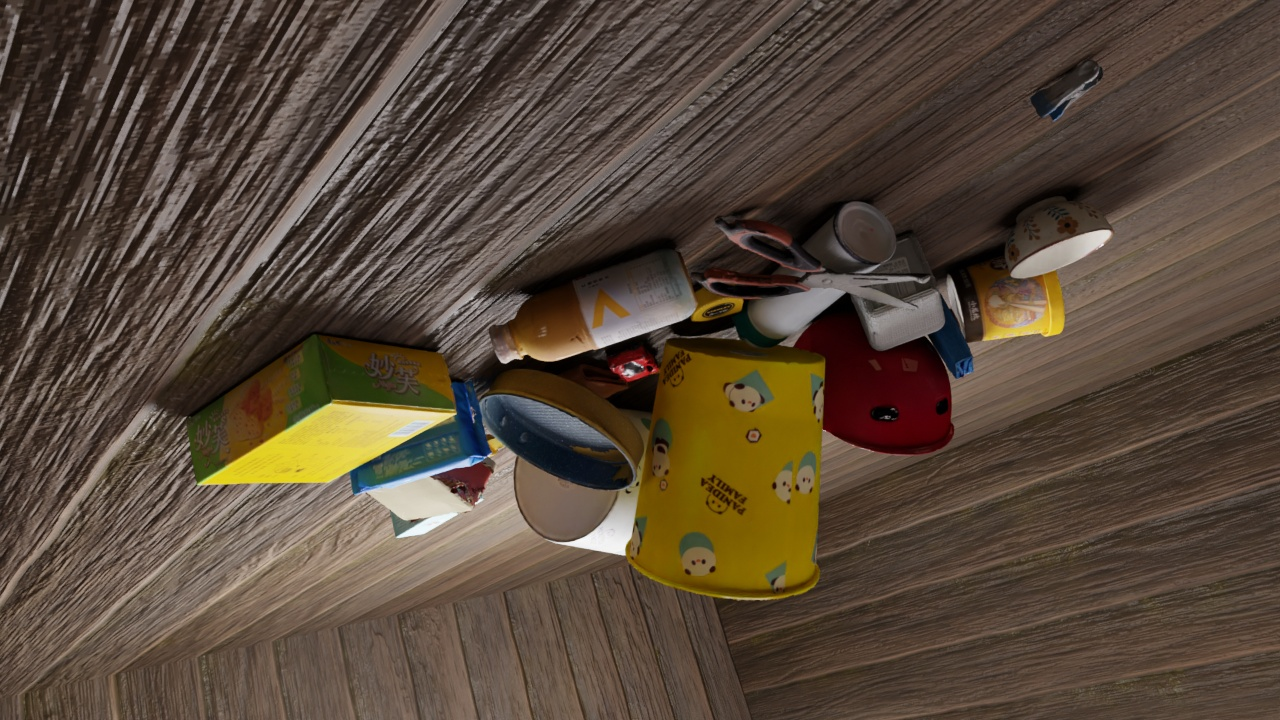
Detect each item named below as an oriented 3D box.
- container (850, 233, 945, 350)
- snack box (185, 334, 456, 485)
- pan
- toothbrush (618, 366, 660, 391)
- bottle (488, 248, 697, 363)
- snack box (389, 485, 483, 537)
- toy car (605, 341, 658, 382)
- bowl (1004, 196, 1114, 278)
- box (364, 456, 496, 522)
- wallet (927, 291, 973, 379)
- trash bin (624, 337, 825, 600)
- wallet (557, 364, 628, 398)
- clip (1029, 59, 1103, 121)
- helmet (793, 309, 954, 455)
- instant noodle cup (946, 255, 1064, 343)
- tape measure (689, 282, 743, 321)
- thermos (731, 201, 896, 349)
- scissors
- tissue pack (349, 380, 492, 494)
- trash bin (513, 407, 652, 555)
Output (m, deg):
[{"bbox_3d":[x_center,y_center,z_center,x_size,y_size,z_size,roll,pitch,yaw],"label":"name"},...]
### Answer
[{"bbox_3d":[0.284,-0.078,1.027,0.090,0.090,0.114,-22,159,11],"label":"container"},{"bbox_3d":[-0.309,0.054,0.889,0.211,0.070,0.157,-27,161,29],"label":"snack box"},{"bbox_3d":[-0.153,0.100,1.090,0.358,0.078,0.197,-5,138,44],"label":"pan"},{"bbox_3d":[0.046,0.011,1.186,0.191,0.018,0.016,-14,164,-10],"label":"toothbrush"},{"bbox_3d":[-0.044,-0.044,0.841,0.189,0.068,0.068,-19,163,4],"label":"bottle"},{"bbox_3d":[-0.300,0.195,1.327,0.051,0.074,0.175,0,156,-46],"label":"snack box"},{"bbox_3d":[-0.007,0.006,1.102,0.049,0.031,0.106,-19,165,7],"label":"toy car"},{"bbox_3d":[0.461,-0.144,1.031,0.113,0.062,0.113,-14,163,-5],"label":"bowl"},{"bbox_3d":[-0.260,0.149,1.107,0.169,0.080,0.091,-17,128,45],"label":"box"},{"bbox_3d":[0.368,-0.047,1.123,0.040,0.133,0.106,-26,161,13],"label":"wallet"},{"bbox_3d":[0.107,0.111,1.060,0.229,0.255,0.229,6,-172,-1],"label":"trash bin"},{"bbox_3d":[-0.095,0.044,1.135,0.132,0.031,0.107,-24,161,26],"label":"wallet"},{"bbox_3d":[0.350,-0.222,0.748,0.045,0.027,0.058,6,152,-36],"label":"clip"},{"bbox_3d":[0.285,0.015,1.145,0.206,0.144,0.240,-7,-163,-17],"label":"helmet"},{"bbox_3d":[0.453,-0.079,1.151,0.114,0.118,0.118,-13,164,12],"label":"instant noodle cup"},{"bbox_3d":[0.078,-0.065,0.964,0.060,0.029,0.057,-16,164,-3],"label":"tape measure"},{"bbox_3d":[0.172,-0.078,0.951,0.073,0.073,0.225,-9,161,-26],"label":"thermos"},{"bbox_3d":[0.152,-0.081,0.862,0.226,0.015,0.189,27,152,-28],"label":"scissors"},{"bbox_3d":[-0.247,0.085,1.004,0.157,0.095,0.052,-17,167,-1],"label":"tissue pack"},{"bbox_3d":[-0.028,0.168,1.285,0.230,0.229,0.251,-27,155,28],"label":"trash bin"}]
